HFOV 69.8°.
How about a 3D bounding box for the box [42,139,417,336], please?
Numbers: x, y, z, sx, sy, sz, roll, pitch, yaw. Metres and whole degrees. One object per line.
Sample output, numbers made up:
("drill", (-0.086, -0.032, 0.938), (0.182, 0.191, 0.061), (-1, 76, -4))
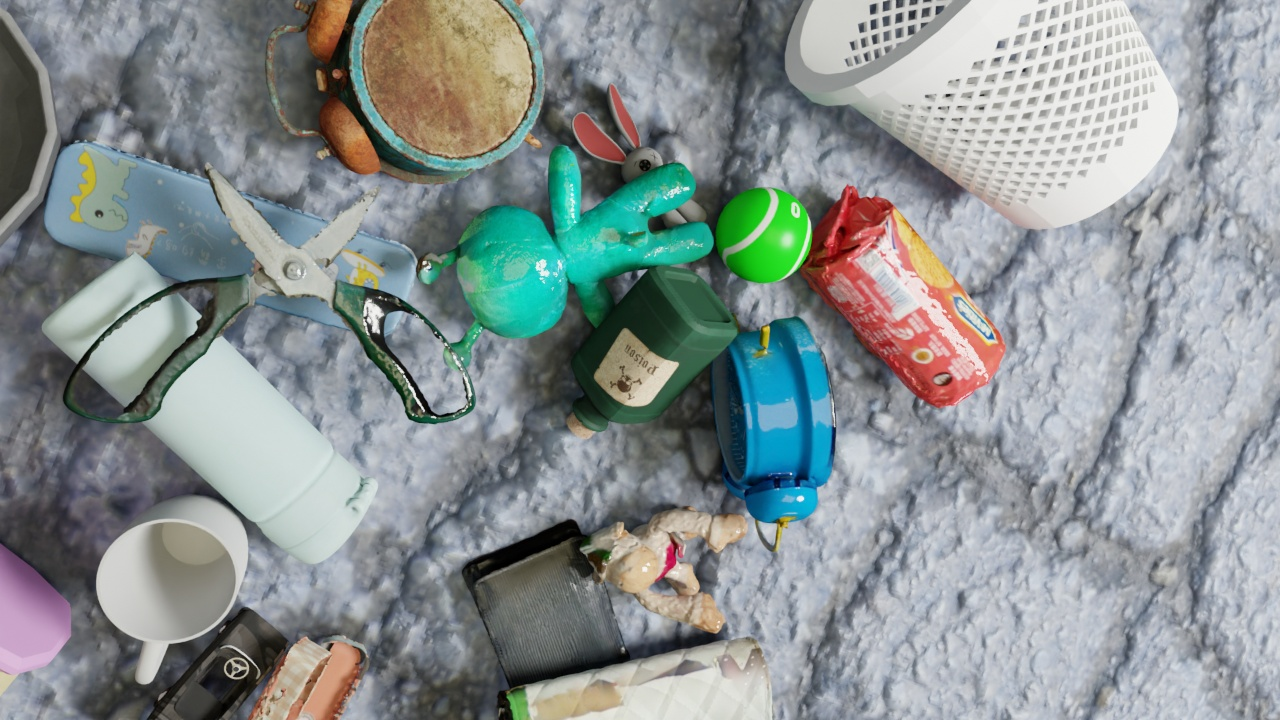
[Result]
("box", (-0.242, -0.070, 0.554), (0.209, 0.037, 0.066), (18, 95, -17))

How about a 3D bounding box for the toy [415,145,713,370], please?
("toy", (-0.047, -0.066, 0.585), (0.193, 0.072, 0.131), (-22, 113, -7))

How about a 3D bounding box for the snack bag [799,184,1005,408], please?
("snack bag", (0.187, -0.041, 0.660), (0.082, 0.082, 0.176), (-46, 107, -6))

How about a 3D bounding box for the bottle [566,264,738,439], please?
("bottle", (-0.004, 0.004, 0.605), (0.061, 0.061, 0.131), (1, 138, -53))

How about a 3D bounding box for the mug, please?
("mug", (-0.275, 0.132, 0.544), (0.071, 0.089, 0.107), (17, 93, -17))

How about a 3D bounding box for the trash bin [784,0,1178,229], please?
("trash bin", (0.236, -0.197, 0.603), (0.199, 0.195, 0.195), (33, 88, -27))

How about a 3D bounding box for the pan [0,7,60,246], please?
("pan", (-0.402, -0.033, 0.471), (0.178, 0.041, 0.357), (2, 83, -16))

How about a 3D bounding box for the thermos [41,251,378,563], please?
("thermos", (-0.247, 0.035, 0.545), (0.078, 0.065, 0.207), (-30, 113, 21))

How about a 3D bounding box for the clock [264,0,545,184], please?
("clock", (-0.140, -0.167, 0.547), (0.157, 0.073, 0.121), (-10, 101, -26))

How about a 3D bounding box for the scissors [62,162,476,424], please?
("scissors", (-0.201, -0.007, 0.517), (0.201, 0.015, 0.202), (-42, 111, -14))

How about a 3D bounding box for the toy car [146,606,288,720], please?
("toy car", (-0.263, 0.201, 0.571), (0.040, 0.037, 0.092), (48, 51, -15))

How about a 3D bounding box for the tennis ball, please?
("tennis ball", (0.084, -0.085, 0.627), (0.065, 0.065, 0.065), (-2, 98, -16))

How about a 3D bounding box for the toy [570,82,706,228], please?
("toy", (0.002, -0.129, 0.616), (0.111, 0.030, 0.049), (48, 69, -16))

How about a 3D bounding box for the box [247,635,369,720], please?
("box", (-0.244, 0.265, 0.596), (0.048, 0.085, 0.187), (30, 91, 15))

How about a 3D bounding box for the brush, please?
("brush", (-0.423, 0.098, 0.499), (0.043, 0.089, 0.228), (-44, 107, -2))

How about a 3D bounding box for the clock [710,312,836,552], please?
("clock", (0.088, 0.049, 0.622), (0.060, 0.117, 0.161), (-5, 96, -8))

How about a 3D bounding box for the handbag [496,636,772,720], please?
("handbag", (0.000, 0.275, 0.640), (0.194, 0.072, 0.139), (-7, 105, -22))

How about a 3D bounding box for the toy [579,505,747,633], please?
("toy", (0.011, 0.132, 0.631), (0.106, 0.074, 0.085), (12, 102, -22))

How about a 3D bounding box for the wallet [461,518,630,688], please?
("wallet", (-0.064, 0.180, 0.645), (0.089, 0.026, 0.115), (-22, 103, -13))
